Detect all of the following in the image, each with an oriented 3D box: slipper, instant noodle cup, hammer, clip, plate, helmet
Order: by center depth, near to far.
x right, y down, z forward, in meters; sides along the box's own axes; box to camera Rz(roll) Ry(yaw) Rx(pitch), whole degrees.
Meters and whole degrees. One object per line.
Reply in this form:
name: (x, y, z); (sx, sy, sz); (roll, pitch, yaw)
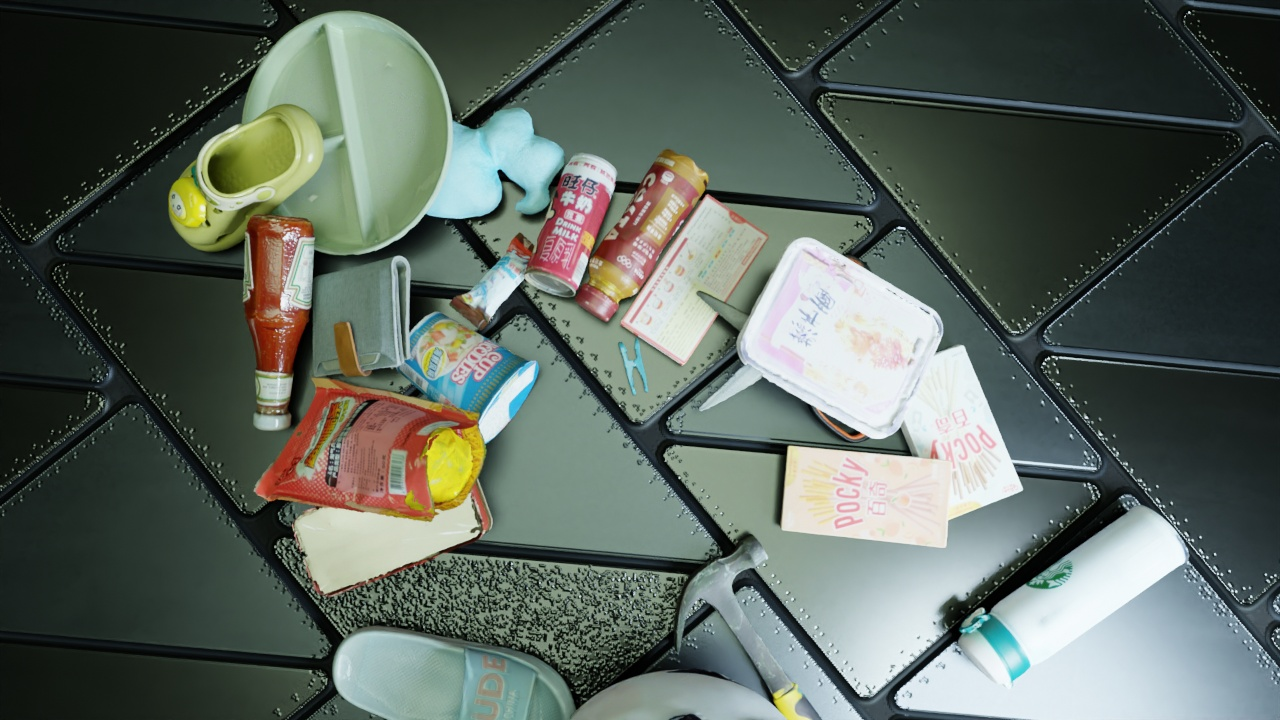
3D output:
helmet: (0.018, 0.368, 0.818); (0.258, 0.146, 0.229); (-25, 127, -13)
slipper: (-0.387, -0.177, 0.865); (0.191, 0.081, 0.091); (-29, 83, 20)
slipper: (-0.175, 0.317, 0.865); (0.245, 0.074, 0.104); (18, 86, 1)
instant noodle cup: (0.182, -0.019, 0.871); (0.173, 0.060, 0.138); (29, 81, -5)
instant noodle cup: (-0.171, 0.012, 0.877); (0.110, 0.099, 0.099); (34, 86, 9)
plate: (-0.282, -0.217, 0.888); (0.230, 0.027, 0.230); (1, 96, 15)
hammer: (0.147, 0.337, 0.892); (0.126, 0.032, 0.323); (-33, 88, -3)
clip: (-0.007, 0.006, 0.917); (0.046, 0.014, 0.057); (-15, 86, -4)

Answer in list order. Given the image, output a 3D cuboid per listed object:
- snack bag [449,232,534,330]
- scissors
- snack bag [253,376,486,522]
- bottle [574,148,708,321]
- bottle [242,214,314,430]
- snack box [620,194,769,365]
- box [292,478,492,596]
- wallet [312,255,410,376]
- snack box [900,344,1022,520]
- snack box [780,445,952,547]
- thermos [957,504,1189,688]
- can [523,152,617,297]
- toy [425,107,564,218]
snack bag: (-0.138, -0.078, 0.904); (0.048, 0.026, 0.104); (39, 67, 12)
scissors: (0.156, -0.007, 0.907); (0.230, 0.022, 0.221); (-38, 92, -10)
snack bag: (-0.250, 0.082, 0.841); (0.208, 0.073, 0.128); (5, 62, 27)
bottle: (-0.001, -0.121, 0.902); (0.057, 0.057, 0.175); (33, 87, 1)
bottle: (-0.349, -0.036, 0.880); (0.060, 0.059, 0.206); (6, 99, -1)
snack box: (0.054, -0.080, 0.916); (0.077, 0.027, 0.155); (34, 87, 0)
box: (-0.235, 0.154, 0.871); (0.168, 0.077, 0.091); (-20, 88, -3)
wallet: (-0.269, -0.037, 0.866); (0.130, 0.037, 0.106); (-6, 83, 38)
snack box: (0.309, 0.071, 0.913); (0.084, 0.027, 0.156); (-22, 87, -2)
snack box: (0.218, 0.131, 0.893); (0.157, 0.026, 0.084); (4, 89, 9)
thermos: (0.411, 0.227, 0.886); (0.224, 0.073, 0.073); (-34, 88, -3)
can: (-0.067, -0.133, 0.895); (0.053, 0.053, 0.132); (19, 77, 0)
toy: (-0.168, -0.192, 0.907); (0.156, 0.050, 0.161); (-43, 90, 0)
